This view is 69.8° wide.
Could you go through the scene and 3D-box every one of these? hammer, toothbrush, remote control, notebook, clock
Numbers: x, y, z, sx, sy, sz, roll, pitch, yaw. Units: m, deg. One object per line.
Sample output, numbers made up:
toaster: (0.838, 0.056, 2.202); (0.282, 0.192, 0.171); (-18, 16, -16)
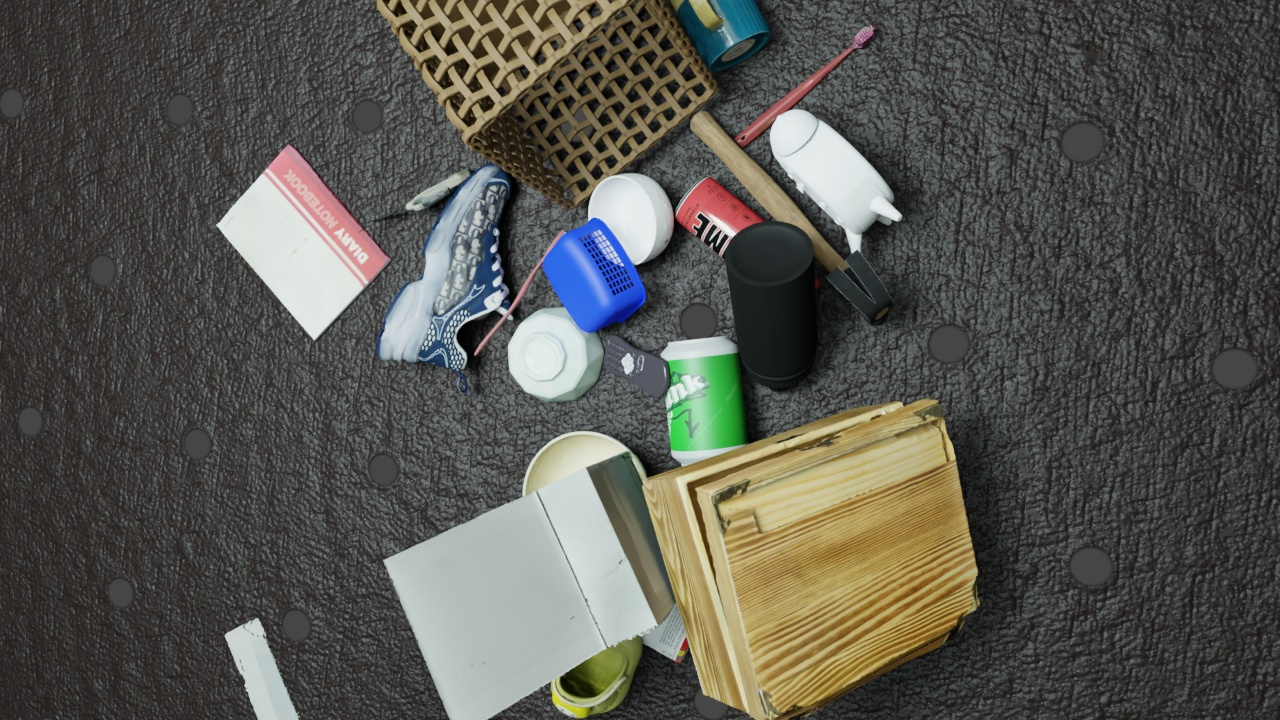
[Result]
hammer: (0.157, -0.162, 0.997); (0.040, 0.132, 0.305); (-42, 74, 9)
toothbrush: (-0.139, -0.078, 1.084); (0.016, 0.015, 0.184); (34, 79, 6)
remote control: (-0.006, 0.006, 1.047); (0.124, 0.009, 0.046); (28, 115, 51)
notebook: (-0.437, -0.153, 1.186); (0.153, 0.012, 0.208); (-44, 83, 11)
clock: (0.197, -0.189, 0.969); (0.161, 0.125, 0.073); (45, 101, 2)
toothbrush: (0.183, -0.305, 1.024); (0.190, 0.016, 0.016); (-39, 84, 12)

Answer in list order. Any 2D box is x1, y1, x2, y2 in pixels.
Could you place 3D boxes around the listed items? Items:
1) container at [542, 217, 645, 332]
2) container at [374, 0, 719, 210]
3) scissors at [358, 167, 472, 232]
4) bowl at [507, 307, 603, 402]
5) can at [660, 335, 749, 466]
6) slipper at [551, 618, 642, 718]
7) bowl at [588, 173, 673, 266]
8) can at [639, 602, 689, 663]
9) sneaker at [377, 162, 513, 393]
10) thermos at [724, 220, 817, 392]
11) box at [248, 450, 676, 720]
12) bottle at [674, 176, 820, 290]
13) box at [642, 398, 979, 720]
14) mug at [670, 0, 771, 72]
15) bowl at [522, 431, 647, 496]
container: (-0.057, -0.093, 1.046); (0.114, 0.058, 0.096); (58, 146, 5)
container: (-0.093, -0.334, 0.955); (0.220, 0.251, 0.214); (-37, 74, 12)
scissors: (-0.271, -0.195, 1.121); (0.154, 0.163, 0.012); (-40, 113, -21)
bowl: (-0.108, -0.006, 1.086); (0.117, 0.061, 0.117); (1, 93, 14)
can: (0.072, 0.046, 1.030); (0.088, 0.087, 0.140); (-6, 91, 14)
slipper: (-0.056, 0.362, 1.046); (0.091, 0.081, 0.191); (29, 132, 6)
bowl: (-0.005, -0.163, 1.046); (0.105, 0.054, 0.105); (18, 119, 37)
can: (0.013, 0.281, 1.054); (0.116, 0.086, 0.087); (26, 98, 12)
sneaker: (-0.203, -0.099, 1.098); (0.132, 0.103, 0.269); (27, 87, -11)
thermos: (0.141, -0.046, 0.966); (0.086, 0.199, 0.086); (-6, 53, 8)
box: (-0.107, 0.211, 0.817); (0.119, 0.477, 0.166); (-30, 82, 35)
bottle: (0.123, -0.128, 1.023); (0.176, 0.062, 0.062); (41, 101, 9)
box: (0.178, 0.193, 0.910); (0.278, 0.168, 0.245); (-16, 92, -25)
mug: (0.079, -0.382, 0.998); (0.083, 0.113, 0.107); (-27, 89, 25)
bowl: (-0.054, 0.154, 1.072); (0.151, 0.075, 0.151); (0, 91, 14)
